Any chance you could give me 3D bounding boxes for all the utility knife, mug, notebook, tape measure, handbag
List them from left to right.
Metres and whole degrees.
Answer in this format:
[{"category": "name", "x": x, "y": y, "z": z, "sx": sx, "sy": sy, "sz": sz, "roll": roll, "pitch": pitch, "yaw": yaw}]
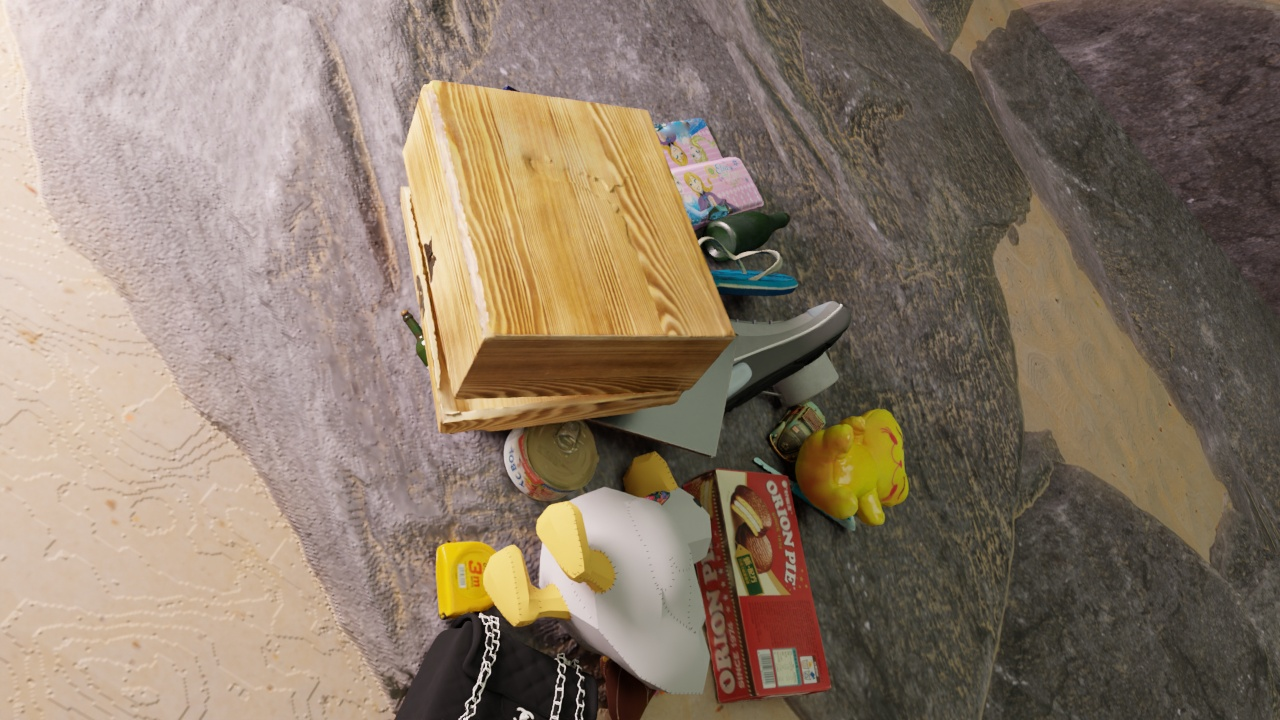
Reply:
[{"category": "tape measure", "x": -0.148, "y": 0.188, "z": 0.798, "sx": 0.058, "sy": 0.030, "sz": 0.068, "roll": 7, "pitch": 65, "yaw": -39}, {"category": "handbag", "x": -0.100, "y": 0.275, "z": 0.732, "sx": 0.153, "sy": 0.115, "sz": 0.124, "roll": 32, "pitch": 48, "yaw": -19}, {"category": "notebook", "x": -0.006, "y": 0.006, "z": 0.954, "sx": 0.209, "sy": 0.008, "sz": 0.141, "roll": 18, "pitch": 70, "yaw": -13}, {"category": "mug", "x": 0.187, "y": 0.018, "z": 1.157, "sx": 0.113, "sy": 0.084, "sz": 0.070, "roll": -30, "pitch": 90, "yaw": -17}, {"category": "utility knife", "x": 0.201, "y": 0.165, "z": 1.128, "sx": 0.169, "sy": 0.015, "sz": 0.022, "roll": 33, "pitch": 43, "yaw": -20}]

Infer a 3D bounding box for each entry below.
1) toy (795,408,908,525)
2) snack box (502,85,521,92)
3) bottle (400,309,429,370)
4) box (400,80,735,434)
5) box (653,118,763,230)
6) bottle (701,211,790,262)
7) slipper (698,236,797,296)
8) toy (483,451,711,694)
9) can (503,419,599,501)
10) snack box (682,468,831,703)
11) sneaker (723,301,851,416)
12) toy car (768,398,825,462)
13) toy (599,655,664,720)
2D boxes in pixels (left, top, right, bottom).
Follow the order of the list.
[{"category": "toy", "x": 0.267, "y": 0.136, "z": 1.141, "sx": 0.193, "sy": 0.088, "sz": 0.134, "roll": -7, "pitch": 85, "yaw": -51}, {"category": "snack box", "x": -0.106, "y": -0.253, "z": 1.082, "sx": 0.150, "sy": 0.027, "sz": 0.082, "roll": 26, "pitch": 54, "yaw": -27}, {"category": "bottle", "x": -0.194, "y": -0.003, "z": 0.868, "sx": 0.106, "sy": 0.025, "sz": 0.025, "roll": 55, "pitch": 44, "yaw": -2}, {"category": "box", "x": -0.077, "y": -0.091, "z": 0.852, "sx": 0.246, "sy": 0.177, "sz": 0.278, "roll": -2, "pitch": 57, "yaw": -27}, {"category": "box", "x": 0.060, "y": -0.253, "z": 1.224, "sx": 0.229, "sy": 0.035, "sz": 0.159, "roll": -24, "pitch": 83, "yaw": -47}, {"category": "bottle", "x": 0.153, "y": -0.178, "z": 1.248, "sx": 0.173, "sy": 0.055, "sz": 0.055, "roll": -25, "pitch": 85, "yaw": -47}, {"category": "slipper", "x": 0.117, "y": -0.109, "z": 1.076, "sx": 0.294, "sy": 0.118, "sz": 0.060, "roll": -16, "pitch": 116, "yaw": -68}, {"category": "toy", "x": -0.006, "y": 0.187, "z": 0.836, "sx": 0.267, "sy": 0.141, "sz": 0.246, "roll": 12, "pitch": 43, "yaw": -51}, {"category": "can", "x": -0.087, "y": 0.091, "z": 0.895, "sx": 0.086, "sy": 0.043, "sz": 0.086, "roll": 20, "pitch": 55, "yaw": -32}, {"category": "snack box", "x": 0.123, "y": 0.238, "z": 0.984, "sx": 0.113, "sy": 0.060, "sz": 0.236, "roll": 10, "pitch": 61, "yaw": -37}, {"category": "sneaker", "x": 0.111, "y": -0.038, "z": 1.066, "sx": 0.256, "sy": 0.093, "sz": 0.160, "roll": -31, "pitch": 78, "yaw": -20}, {"category": "toy car", "x": 0.206, "y": 0.081, "z": 1.153, "sx": 0.047, "sy": 0.047, "sz": 0.111, "roll": 50, "pitch": 44, "yaw": -2}, {"category": "toy", "x": 0.006, "y": 0.312, "z": 0.862, "sx": 0.090, "sy": 0.071, "sz": 0.103, "roll": 5, "pitch": 86, "yaw": -53}]
